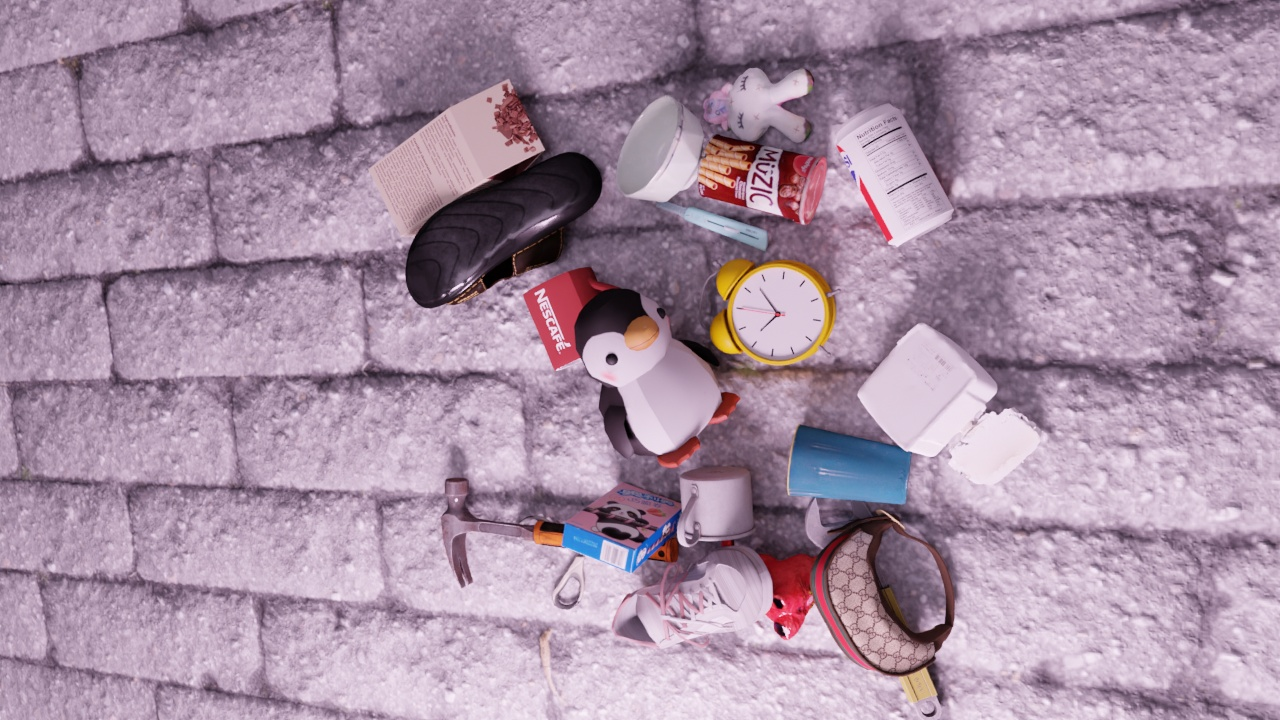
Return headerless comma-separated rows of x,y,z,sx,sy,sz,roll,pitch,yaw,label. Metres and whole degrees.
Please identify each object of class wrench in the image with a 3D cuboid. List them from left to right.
0.260,0.268,1.000,0.083,0.018,0.273,-23,89,2,wrench

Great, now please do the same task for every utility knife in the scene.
0.080,-0.155,1.028,0.141,0.015,0.022,23,107,22,utility knife

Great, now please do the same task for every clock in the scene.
0.138,-0.054,0.998,0.152,0.052,0.113,10,101,17,clock

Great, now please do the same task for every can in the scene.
0.253,-0.186,0.919,0.070,0.070,0.132,-29,86,23,can

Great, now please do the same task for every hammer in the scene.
-0.106,0.229,1.134,0.315,0.035,0.138,3,94,21,hammer

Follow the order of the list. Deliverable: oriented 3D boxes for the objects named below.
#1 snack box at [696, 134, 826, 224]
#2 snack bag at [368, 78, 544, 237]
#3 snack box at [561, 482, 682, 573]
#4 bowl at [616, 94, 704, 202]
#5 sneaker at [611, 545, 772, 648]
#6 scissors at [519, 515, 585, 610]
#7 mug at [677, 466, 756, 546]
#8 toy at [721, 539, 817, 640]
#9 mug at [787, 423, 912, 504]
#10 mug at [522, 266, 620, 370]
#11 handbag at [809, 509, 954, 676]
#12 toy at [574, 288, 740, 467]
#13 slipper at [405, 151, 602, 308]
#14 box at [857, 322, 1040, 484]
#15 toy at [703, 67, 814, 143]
0.128,-0.193,0.970,0.121,0.072,0.072,19,104,20,snack box
-0.216,-0.241,1.108,0.207,0.069,0.094,-28,86,23,snack bag
-0.016,0.185,1.039,0.088,0.153,0.033,17,106,20,snack box
0.030,-0.222,1.000,0.118,0.061,0.117,-38,42,44,bowl
0.047,0.273,1.015,0.237,0.089,0.099,-39,75,48,sneaker
-0.086,0.236,1.154,0.157,0.012,0.171,24,105,16,scissors
0.077,0.162,1.021,0.084,0.113,0.070,-1,95,39,mug
0.150,0.242,1.040,0.133,0.093,0.088,34,143,39,toy
0.223,0.114,0.976,0.121,0.078,0.078,7,100,16,mug
-0.065,-0.055,1.065,0.117,0.080,0.096,-24,88,25,mug
0.258,0.242,0.968,0.138,0.063,0.166,-28,85,-14,handbag
-0.006,0.006,0.999,0.140,0.158,0.184,4,133,55,toy
-0.162,-0.152,1.094,0.268,0.075,0.113,-32,79,5,slipper
0.327,0.055,0.930,0.107,0.131,0.151,-54,45,21,box
0.125,-0.271,0.979,0.123,0.037,0.079,5,106,25,toy
